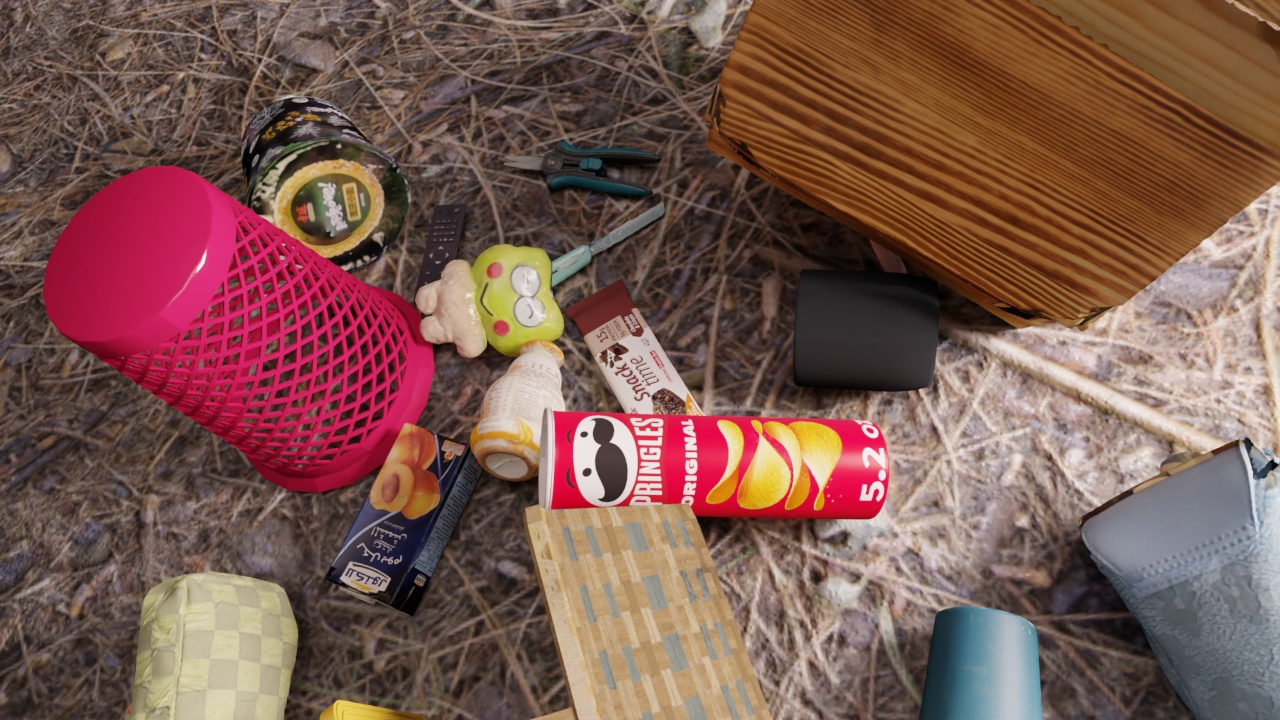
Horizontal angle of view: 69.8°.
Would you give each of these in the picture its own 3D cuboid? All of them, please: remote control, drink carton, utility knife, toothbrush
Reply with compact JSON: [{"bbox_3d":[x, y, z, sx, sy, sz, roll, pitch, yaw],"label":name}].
[{"bbox_3d":[-0.174,-0.076,0.796,0.032,0.015,0.136,0,64,12],"label":"remote control"},{"bbox_3d":[-0.173,0.118,0.684,0.064,0.040,0.129,16,68,20],"label":"drink carton"},{"bbox_3d":[-0.055,-0.085,0.775,0.179,0.016,0.022,-32,94,-6],"label":"utility knife"},{"bbox_3d":[0.176,-0.132,0.744,0.016,0.018,0.181,-20,62,0],"label":"toothbrush"}]

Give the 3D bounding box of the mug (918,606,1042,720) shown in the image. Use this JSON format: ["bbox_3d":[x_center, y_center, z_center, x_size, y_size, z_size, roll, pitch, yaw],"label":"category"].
[{"bbox_3d":[0.198,0.212,0.537,0.078,0.078,0.121,6,60,15],"label":"mug"}]

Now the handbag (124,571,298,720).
[{"bbox_3d":[-0.306,0.241,0.622,0.117,0.113,0.186,-19,57,18],"label":"handbag"}]

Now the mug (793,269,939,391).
[{"bbox_3d":[0.164,-0.031,0.667,0.094,0.085,0.121,4,35,14],"label":"mug"}]

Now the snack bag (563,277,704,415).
[{"bbox_3d":[-0.004,0.004,0.718,0.057,0.013,0.158,-29,61,-1],"label":"snack bag"}]

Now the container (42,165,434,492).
[{"bbox_3d":[-0.286,-0.023,0.665,0.183,0.226,0.183,-7,65,15],"label":"container"}]

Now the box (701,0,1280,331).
[{"bbox_3d":[0.206,-0.172,0.537,0.279,0.315,0.282,31,89,0],"label":"box"}]

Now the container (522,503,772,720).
[{"bbox_3d":[-0.027,0.220,0.539,0.186,0.158,0.249,-16,61,-8],"label":"container"}]

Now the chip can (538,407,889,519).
[{"bbox_3d":[0.046,0.069,0.601,0.220,0.069,0.069,3,62,-10],"label":"chip can"}]

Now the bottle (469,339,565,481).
[{"bbox_3d":[-0.087,0.035,0.694,0.063,0.063,0.108,3,51,14],"label":"bottle"}]

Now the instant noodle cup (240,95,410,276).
[{"bbox_3d":[-0.286,-0.159,0.804,0.137,0.137,0.112,-33,52,-5],"label":"instant noodle cup"}]

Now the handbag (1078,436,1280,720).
[{"bbox_3d":[0.352,0.142,0.517,0.122,0.118,0.192,-44,66,35],"label":"handbag"}]

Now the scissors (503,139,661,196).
[{"bbox_3d":[-0.049,-0.175,0.814,0.140,0.019,0.128,-32,67,3],"label":"scissors"}]

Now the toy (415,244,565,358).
[{"bbox_3d":[-0.122,-0.045,0.737,0.115,0.046,0.092,-11,94,-5],"label":"toy"}]

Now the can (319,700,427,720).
[{"bbox_3d":[-0.182,0.274,0.555,0.104,0.135,0.075,-37,62,-4],"label":"can"}]
